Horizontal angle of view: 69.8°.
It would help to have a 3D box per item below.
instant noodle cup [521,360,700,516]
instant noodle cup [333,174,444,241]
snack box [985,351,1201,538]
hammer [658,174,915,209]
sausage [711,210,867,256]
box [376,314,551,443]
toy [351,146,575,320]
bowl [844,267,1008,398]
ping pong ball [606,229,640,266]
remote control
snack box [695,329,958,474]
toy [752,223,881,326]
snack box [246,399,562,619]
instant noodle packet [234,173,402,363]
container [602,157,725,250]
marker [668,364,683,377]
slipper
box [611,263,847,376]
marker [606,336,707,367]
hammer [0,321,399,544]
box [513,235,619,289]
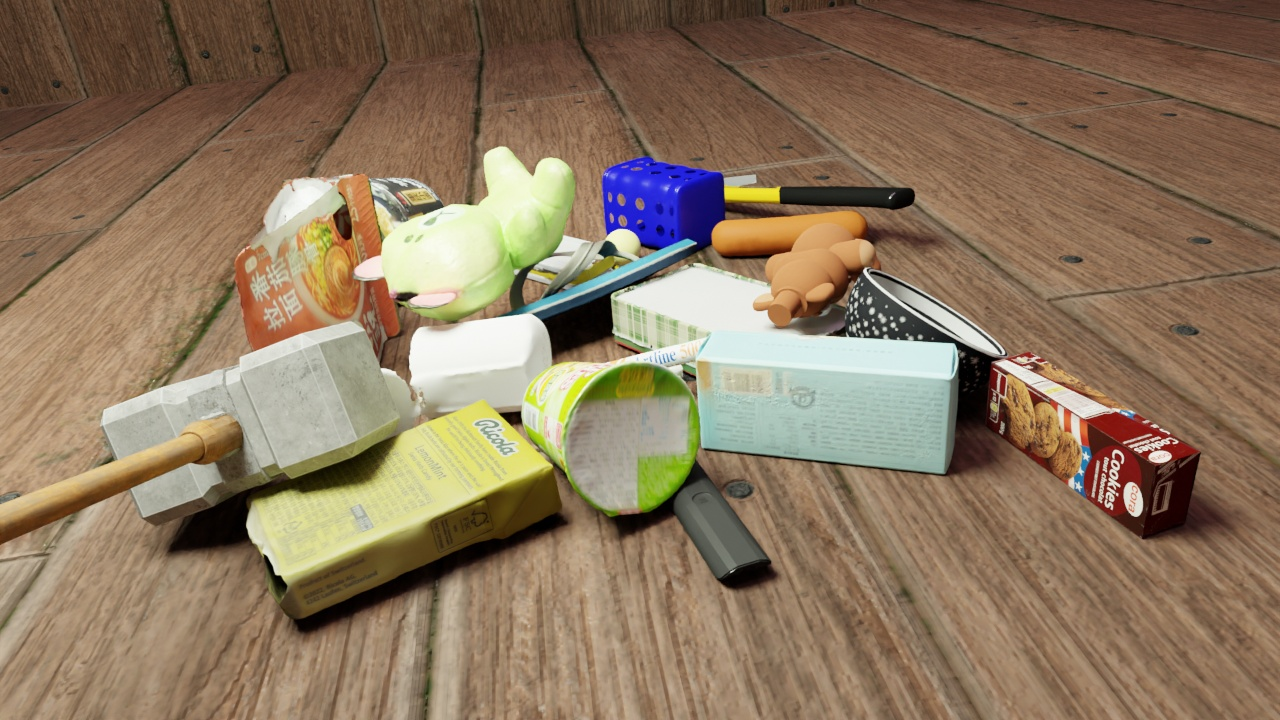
[{"bbox_3d":[-0.029,0.041,0.617,0.098,0.099,0.108,-20,17,-24],"label":"instant noodle cup"},{"bbox_3d":[-0.275,-0.138,0.985,0.137,0.137,0.112,2,20,15],"label":"instant noodle cup"},{"bbox_3d":[0.280,0.048,0.584,0.031,0.051,0.141,-14,28,-14],"label":"snack box"},{"bbox_3d":[0.164,-0.186,1.036,0.126,0.029,0.324,-21,21,-36],"label":"hammer"},{"bbox_3d":[0.158,-0.134,0.975,0.164,0.039,0.044,-4,24,4],"label":"sausage"},{"bbox_3d":[-0.150,0.018,0.707,0.156,0.084,0.125,-5,34,5],"label":"box"},{"bbox_3d":[-0.141,-0.098,0.792,0.150,0.107,0.196,20,60,42],"label":"toy"},{"bbox_3d":[0.201,-0.009,0.683,0.120,0.066,0.120,26,20,-10],"label":"bowl"},{"bbox_3d":[-0.020,-0.121,0.985,0.040,0.040,0.040,-5,27,2],"label":"ping pong ball"},{"bbox_3d":[0.039,0.092,0.589,0.033,0.015,0.146,-14,28,-14],"label":"remote control"},{"bbox_3d":[0.126,0.026,0.634,0.175,0.075,0.053,4,28,20],"label":"snack box"},{"bbox_3d":[0.138,-0.061,0.725,0.095,0.065,0.127,-7,29,39],"label":"toy"},{"bbox_3d":[-0.156,0.094,0.598,0.180,0.045,0.121,-22,29,-24],"label":"snack box"},{"bbox_3d":[-0.278,-0.044,0.758,0.084,0.164,0.220,-3,27,3],"label":"instant noodle packet"},{"bbox_3d":[0.028,-0.175,1.034,0.114,0.084,0.084,21,37,40],"label":"container"},{"bbox_3d":[-0.019,0.031,0.715,0.133,0.017,0.020,-26,-4,-33],"label":"marker"},{"bbox_3d":[-0.068,-0.075,0.849,0.294,0.060,0.118,-25,8,-28],"label":"slipper"},{"bbox_3d":[0.079,-0.027,0.777,0.117,0.051,0.206,-24,33,-37],"label":"box"},{"bbox_3d":[-0.004,0.004,0.726,0.146,0.017,0.017,-14,23,22],"label":"marker"},{"bbox_3d":[-0.273,0.059,0.502,0.163,0.083,0.317,-19,6,10],"label":"hammer"},{"bbox_3d":[-0.114,-0.114,1.009,0.210,0.037,0.064,19,42,39],"label":"box"}]
